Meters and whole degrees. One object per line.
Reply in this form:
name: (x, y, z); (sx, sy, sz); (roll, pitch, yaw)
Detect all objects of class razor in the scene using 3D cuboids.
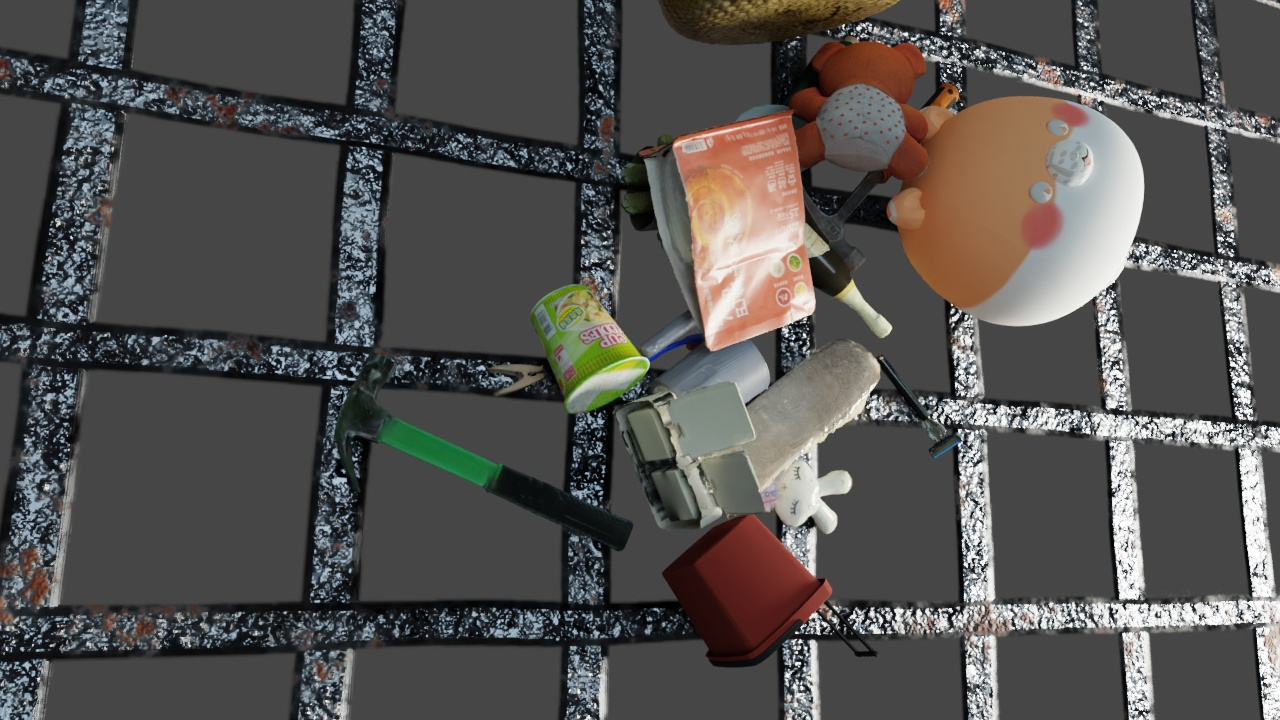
razor: (0.335, 0.051, 1.127); (0.043, 0.022, 0.144); (-37, 91, 17)

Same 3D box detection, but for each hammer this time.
hammer: (0.304, -0.260, 1.162); (0.138, 0.035, 0.313); (46, 68, -7)
hammer: (-0.152, 0.117, 0.923); (0.318, 0.032, 0.130); (27, 72, -15)

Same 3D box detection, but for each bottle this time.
bottle: (0.233, -0.096, 1.098); (0.184, 0.045, 0.045); (44, 69, -9)
bottle: (0.234, -0.349, 1.135); (0.061, 0.061, 0.131); (36, 70, -9)

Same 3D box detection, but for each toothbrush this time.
toothbrush: (-0.006, 0.006, 1.006); (0.182, 0.016, 0.018); (-22, 125, -21)

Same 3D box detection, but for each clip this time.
clip: (-0.131, 0.012, 0.954); (0.060, 0.024, 0.041); (-24, 92, -31)

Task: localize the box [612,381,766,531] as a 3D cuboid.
box: (0.052, 0.097, 0.922); (0.050, 0.184, 0.143); (-23, 93, -30)

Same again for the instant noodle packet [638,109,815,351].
instant noodle packet: (0.108, -0.136, 0.967); (0.164, 0.084, 0.221); (-21, 99, -32)

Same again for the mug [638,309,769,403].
mug: (0.065, 0.008, 0.991); (0.103, 0.084, 0.124); (-35, 107, -20)

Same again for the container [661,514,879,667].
container: (0.131, 0.265, 0.941); (0.126, 0.148, 0.201); (-37, 86, -24)

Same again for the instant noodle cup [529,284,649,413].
instant noodle cup: (-0.059, -0.017, 0.942); (0.098, 0.099, 0.108); (-22, 70, -23)

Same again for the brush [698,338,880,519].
brush: (0.163, 0.071, 1.026); (0.270, 0.057, 0.083); (-37, 70, -24)

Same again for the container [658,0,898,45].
container: (0.160, -0.466, 0.994); (0.306, 0.307, 0.196); (-14, 98, -23)

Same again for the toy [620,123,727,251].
toy: (0.051, -0.185, 1.027); (0.152, 0.078, 0.179); (3, 79, -28)

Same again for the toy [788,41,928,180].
toy: (0.250, -0.286, 1.040); (0.164, 0.093, 0.172); (9, 67, 11)

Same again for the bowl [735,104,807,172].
bowl: (0.160, -0.253, 1.089); (0.106, 0.039, 0.106); (1, 56, -1)

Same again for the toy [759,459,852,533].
toy: (0.181, 0.152, 1.039); (0.122, 0.038, 0.079); (11, 84, -16)

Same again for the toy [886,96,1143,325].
toy: (0.433, -0.182, 1.075); (0.280, 0.266, 0.262); (21, 76, -6)
